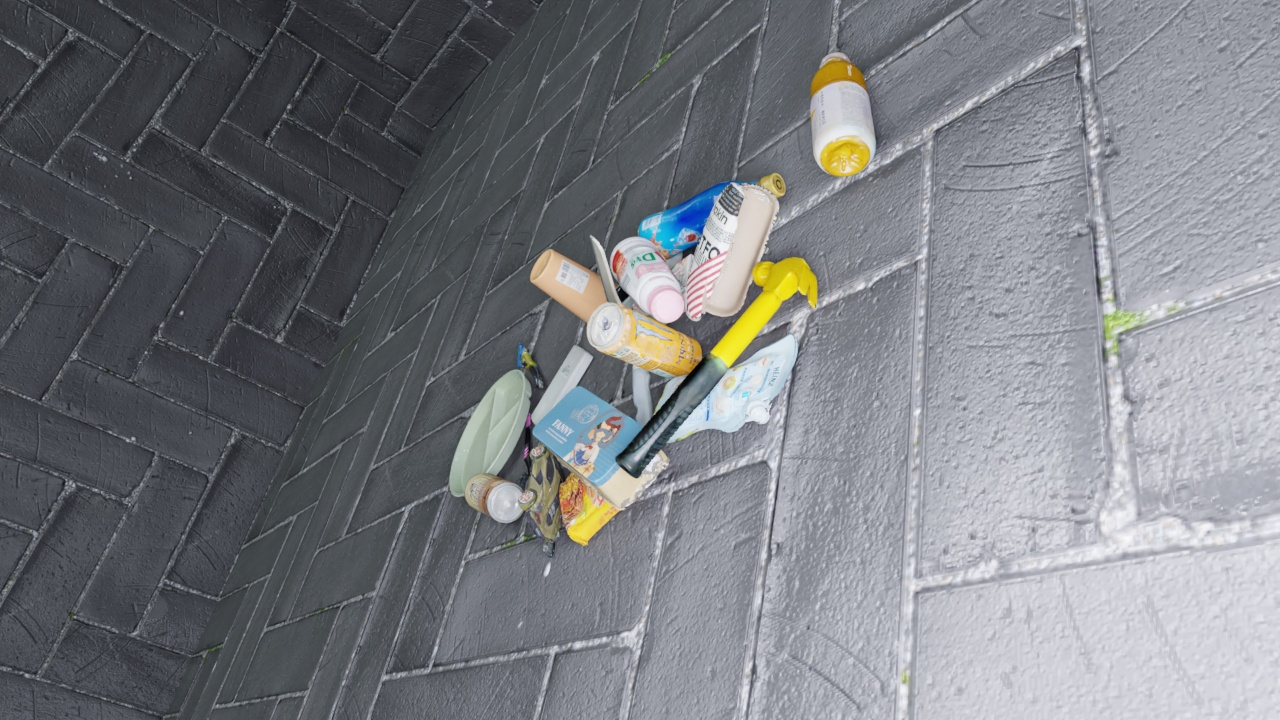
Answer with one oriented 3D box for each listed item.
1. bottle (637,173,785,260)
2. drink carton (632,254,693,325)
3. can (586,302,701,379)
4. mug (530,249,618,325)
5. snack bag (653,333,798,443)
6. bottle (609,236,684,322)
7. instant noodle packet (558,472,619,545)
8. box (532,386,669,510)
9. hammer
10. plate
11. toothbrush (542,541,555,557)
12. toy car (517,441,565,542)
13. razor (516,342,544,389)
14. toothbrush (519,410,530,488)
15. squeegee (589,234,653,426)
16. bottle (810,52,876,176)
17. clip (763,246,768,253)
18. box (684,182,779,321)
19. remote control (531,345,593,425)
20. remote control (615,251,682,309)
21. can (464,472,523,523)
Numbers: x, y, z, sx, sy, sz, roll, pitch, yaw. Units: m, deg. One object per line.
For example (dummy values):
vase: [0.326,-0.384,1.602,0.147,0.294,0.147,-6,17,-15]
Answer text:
bottle: [0.092,-0.191,1.195,0.219,0.065,0.065,-18,46,41]
drink carton: [0.039,-0.087,1.210,0.123,0.045,0.053,-31,38,45]
can: [0.007,-0.020,1.073,0.058,0.146,0.058,-18,62,38]
mug: [-0.103,-0.114,1.403,0.078,0.122,0.078,-41,32,32]
snack bag: [0.089,0.036,0.995,0.191,0.039,0.110,-18,32,52]
bottle: [0.012,-0.097,1.128,0.068,0.068,0.197,-54,23,11]
instant noodle packet: [-0.050,0.150,1.121,0.129,0.044,0.110,-49,32,20]
box: [-0.051,0.097,1.067,0.089,0.062,0.184,-47,37,-13]
hammer: [0.081,0.003,0.976,0.300,0.033,0.129,-49,21,-12]
plate: [-0.244,0.121,1.505,0.231,0.027,0.229,-46,27,30]
toothbrush: [-0.128,0.197,1.240,0.014,0.016,0.189,-41,29,17]
toy car: [-0.123,0.167,1.194,0.042,0.070,0.157,-13,37,12]
razor: [-0.178,0.014,1.515,0.142,0.022,0.043,-133,46,-60]
toothbrush: [-0.173,0.132,1.388,0.014,0.017,0.189,-49,26,24]
squeegee: [-0.007,0.007,1.148,0.039,0.247,0.246,-13,61,0]
bottle: [0.231,-0.291,1.059,0.068,0.068,0.189,-37,34,38]
clip: [0.119,-0.139,1.131,0.035,0.072,0.100,-59,31,3]
box: [0.105,-0.120,1.047,0.075,0.086,0.162,-121,43,-59]
remote control: [-0.119,0.042,1.383,0.135,0.019,0.056,-59,26,0]
remote control: [0.005,-0.121,1.333,0.150,0.021,0.058,-42,30,29]
can: [-0.213,0.199,1.339,0.116,0.058,0.058,3,65,62]
